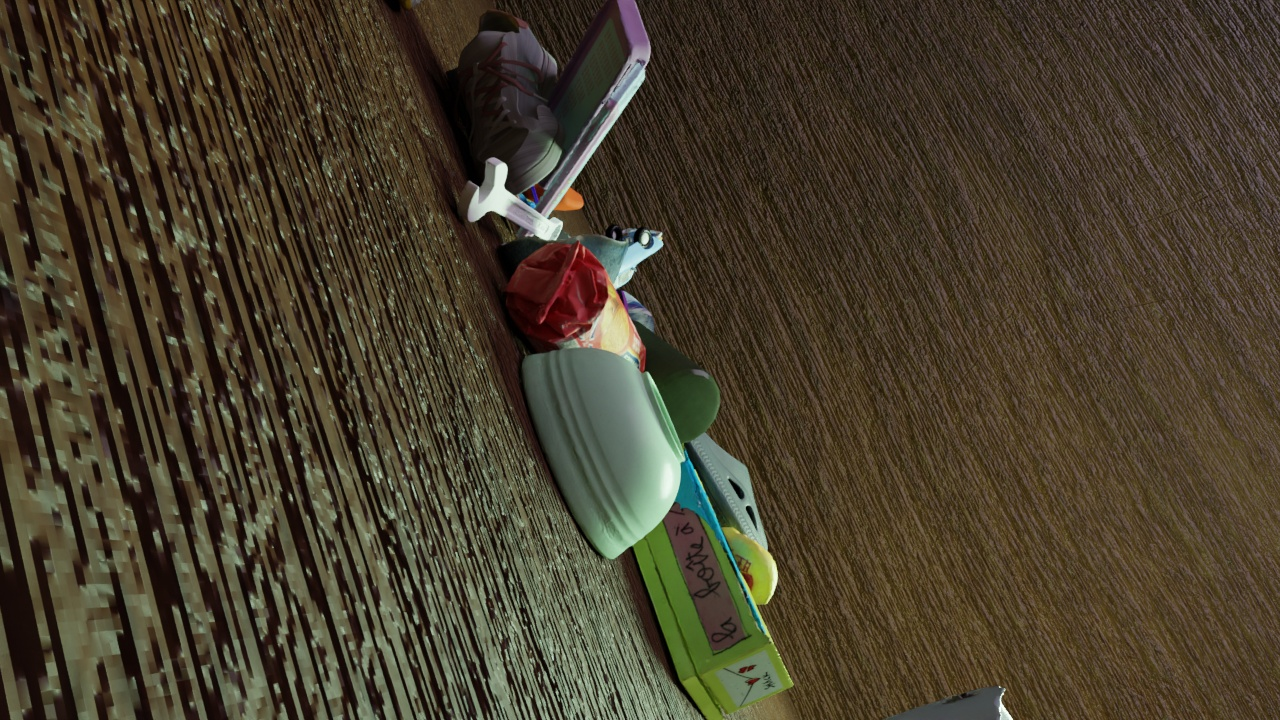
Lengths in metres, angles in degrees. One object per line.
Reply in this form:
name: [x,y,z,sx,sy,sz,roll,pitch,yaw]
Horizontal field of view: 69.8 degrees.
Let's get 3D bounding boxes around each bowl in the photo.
bowl: [-0.017,0.053,0.630,0.151,0.077,0.151,-22,88,-87]
bowl: [-0.062,-0.074,0.771,0.110,0.110,0.055,-46,135,-87]

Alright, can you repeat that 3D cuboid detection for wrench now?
wrench: [-0.097,-0.119,0.746,0.009,0.047,0.273,31,4,5]

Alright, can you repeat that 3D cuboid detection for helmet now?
helmet: [0.124,0.291,0.404,0.236,0.164,0.264,-105,179,-47]

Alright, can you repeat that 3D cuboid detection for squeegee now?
squeegee: [-0.108,-0.200,1.028,0.184,0.055,0.249,15,56,-71]

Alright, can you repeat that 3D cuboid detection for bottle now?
bottle: [-0.005,0.005,0.849,0.207,0.071,0.071,39,-22,57]

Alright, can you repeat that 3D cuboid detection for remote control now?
remote control: [-0.159,-0.224,0.902,0.032,0.015,0.136,57,10,-76]

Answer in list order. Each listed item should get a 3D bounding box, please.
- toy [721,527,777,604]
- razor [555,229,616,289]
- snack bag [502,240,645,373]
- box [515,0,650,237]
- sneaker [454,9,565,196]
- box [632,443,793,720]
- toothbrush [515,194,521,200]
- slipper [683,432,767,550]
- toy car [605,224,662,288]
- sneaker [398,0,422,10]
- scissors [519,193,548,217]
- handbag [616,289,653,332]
toy: [0.077,0.228,0.873,0.067,0.106,0.137,7,89,-57]
razor: [-0.078,-0.124,1.164,0.140,0.064,0.053,52,9,-31]
snack bag: [-0.048,-0.024,0.711,0.176,0.082,0.082,63,4,-65]
box: [-0.057,-0.213,0.843,0.215,0.051,0.148,-42,-145,52]
sneaker: [-0.126,-0.235,0.811,0.089,0.099,0.235,44,26,-38]
box: [0.045,0.180,0.791,0.124,0.082,0.220,65,-1,-52]
toothbrush: [-0.128,-0.161,0.973,0.021,0.017,0.135,100,-33,-86]
slipper: [0.056,0.130,0.958,0.268,0.111,0.083,60,36,-12]
toy car: [-0.038,-0.107,1.004,0.056,0.153,0.055,12,-56,39]
sneaker: [-0.178,-0.387,0.800,0.238,0.122,0.086,-113,176,-47]
scissors: [-0.134,-0.190,1.077,0.130,0.014,0.125,64,9,15]
handbag: [-0.030,-0.005,1.036,0.170,0.068,0.144,172,-81,-82]
